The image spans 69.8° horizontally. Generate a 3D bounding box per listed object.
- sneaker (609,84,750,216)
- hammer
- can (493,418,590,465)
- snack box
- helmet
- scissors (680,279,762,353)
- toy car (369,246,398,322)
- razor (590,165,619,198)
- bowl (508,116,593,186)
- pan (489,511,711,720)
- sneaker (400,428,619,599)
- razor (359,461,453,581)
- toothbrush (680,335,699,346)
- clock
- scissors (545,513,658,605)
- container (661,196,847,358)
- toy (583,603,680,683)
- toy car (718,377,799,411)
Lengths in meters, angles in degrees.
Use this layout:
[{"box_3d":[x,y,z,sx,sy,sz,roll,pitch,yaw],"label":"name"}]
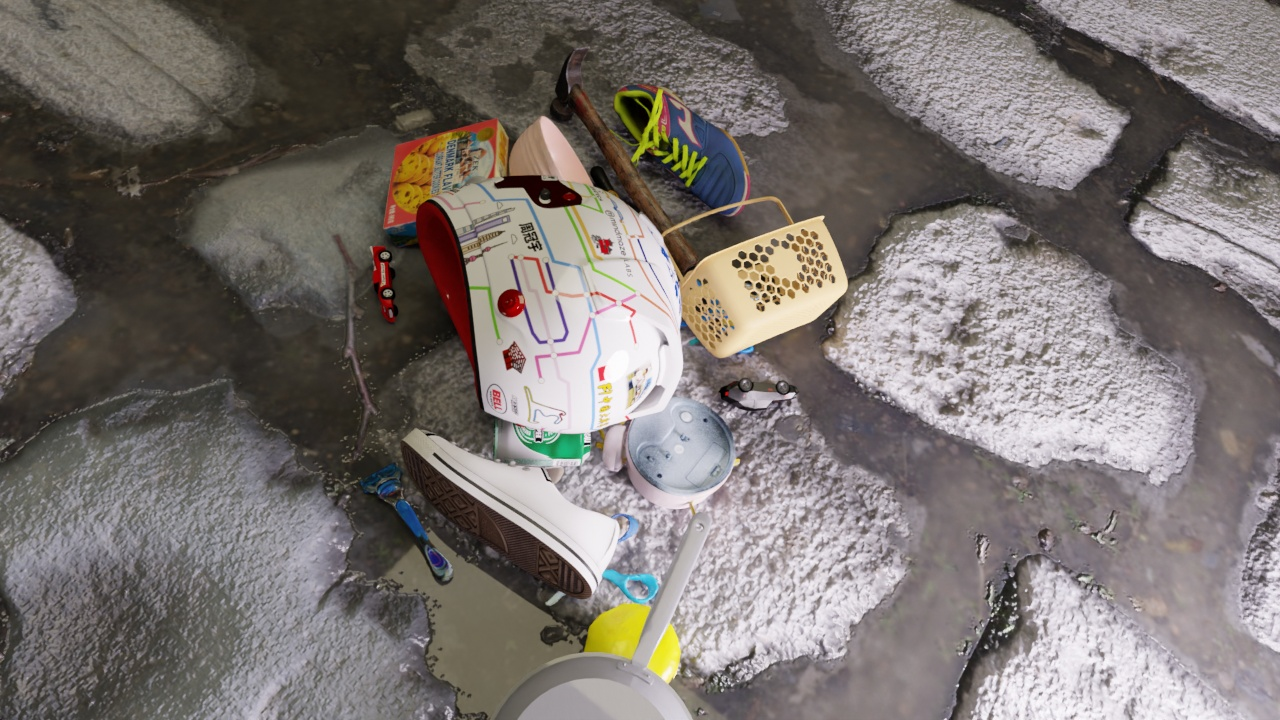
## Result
[{"box_3d":[0.046,-0.278,1.220,0.090,0.116,0.241,-8,51,-49],"label":"sneaker"},{"box_3d":[-0.018,-0.253,1.190,0.033,0.120,0.330,-23,71,-29],"label":"hammer"},{"box_3d":[-0.105,0.086,0.977,0.101,0.053,0.053,2,57,-10],"label":"can"},{"box_3d":[-0.235,-0.218,1.123,0.145,0.040,0.142,-11,56,13],"label":"snack box"},{"box_3d":[-0.082,-0.070,0.951,0.235,0.231,0.314,-16,51,-16],"label":"helmet"},{"box_3d":[0.104,-0.061,1.137,0.130,0.014,0.125,-29,68,-30],"label":"scissors"},{"box_3d":[-0.297,-0.089,1.061,0.025,0.038,0.089,-6,59,-12],"label":"toy car"},{"box_3d":[-0.030,-0.197,1.184,0.044,0.021,0.144,-27,66,-6],"label":"razor"},{"box_3d":[-0.114,-0.217,1.133,0.076,0.153,0.153,-28,61,12],"label":"bowl"},{"box_3d":[-0.010,0.294,0.827,0.201,0.051,0.355,24,71,6],"label":"pan"},{"box_3d":[-0.125,0.130,0.921,0.245,0.091,0.097,29,53,15],"label":"sneaker"},{"box_3d":[-0.230,0.163,0.925,0.043,0.018,0.141,-30,68,-27],"label":"razor"},{"box_3d":[-0.006,0.006,1.068,0.187,0.018,0.019,-25,67,-24],"label":"toothbrush"},{"box_3d":[0.024,0.093,0.994,0.158,0.059,0.116,34,57,11],"label":"clock"},{"box_3d":[-0.044,0.203,0.940,0.129,0.014,0.118,7,60,-1],"label":"scissors"},{"box_3d":[0.131,-0.113,1.093,0.183,0.129,0.167,-21,76,-25],"label":"container"},{"box_3d":[-0.008,0.279,0.880,0.094,0.041,0.095,30,57,14],"label":"toy"},{"box_3d":[0.137,0.041,1.062,0.091,0.042,0.036,4,82,-9],"label":"toy car"}]
